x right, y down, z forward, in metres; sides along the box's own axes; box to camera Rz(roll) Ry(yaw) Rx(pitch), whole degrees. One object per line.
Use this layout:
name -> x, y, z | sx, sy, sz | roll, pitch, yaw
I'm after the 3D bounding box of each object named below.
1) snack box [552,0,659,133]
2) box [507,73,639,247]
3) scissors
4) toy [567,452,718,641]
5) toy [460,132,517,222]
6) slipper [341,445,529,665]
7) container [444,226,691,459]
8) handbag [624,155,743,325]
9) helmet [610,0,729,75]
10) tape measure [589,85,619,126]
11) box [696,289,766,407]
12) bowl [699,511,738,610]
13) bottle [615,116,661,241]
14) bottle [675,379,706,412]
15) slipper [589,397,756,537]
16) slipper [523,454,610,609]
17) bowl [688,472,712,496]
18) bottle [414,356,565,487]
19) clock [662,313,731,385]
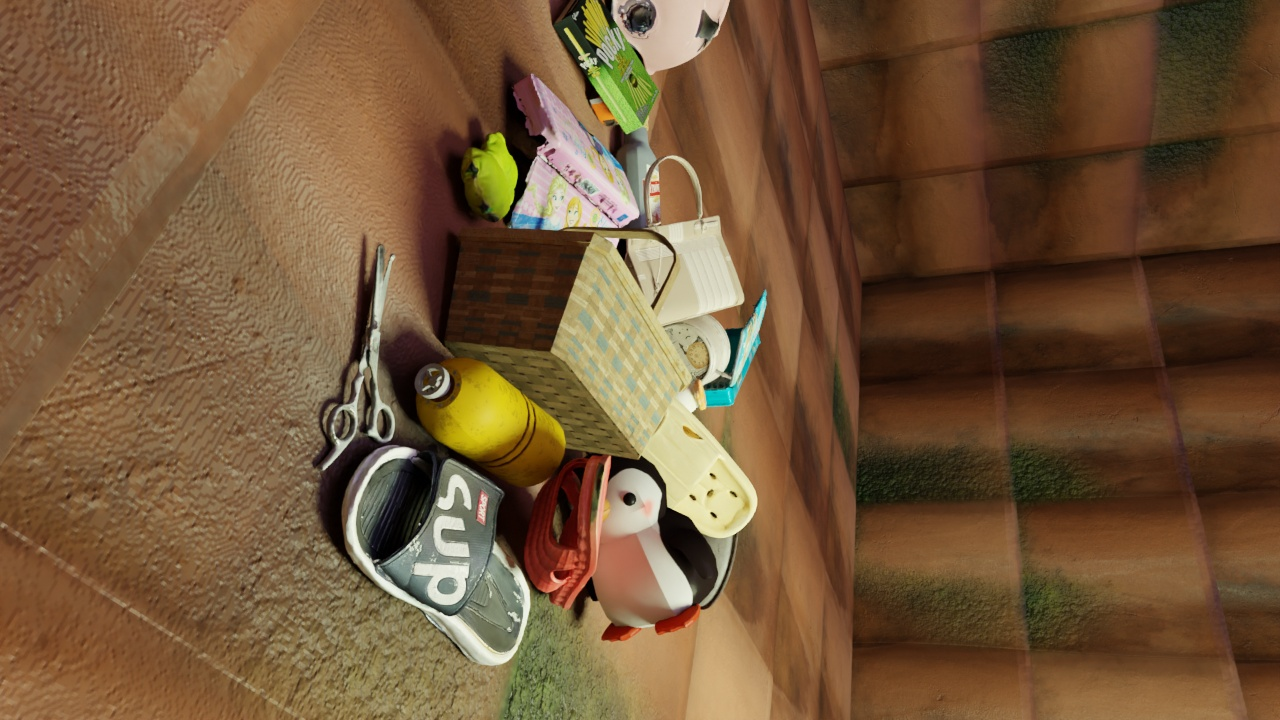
snack box -> -0.036, -0.345, 1.053 | 0.147, 0.025, 0.080 | 52, 39, -30
box -> -0.063, -0.180, 0.966 | 0.230, 0.063, 0.160 | 29, 59, -66
scissors -> -0.194, -0.004, 0.636 | 0.117, 0.014, 0.161 | -27, 114, -69
toy -> -0.003, 0.173, 0.955 | 0.139, 0.159, 0.184 | -32, 99, -54
toy -> -0.132, -0.161, 0.810 | 0.094, 0.036, 0.093 | 65, 23, -58
slipper -> -0.135, 0.152, 0.703 | 0.264, 0.063, 0.111 | 68, 26, -46
container -> -0.054, -0.042, 0.835 | 0.250, 0.158, 0.186 | 56, 46, -54
handbag -> 0.043, -0.151, 1.129 | 0.175, 0.062, 0.198 | -17, 107, -43
helmet -> 0.047, -0.514, 1.218 | 0.229, 0.153, 0.256 | -68, 154, -56
tape measure -> -0.033, -0.312, 1.103 | 0.059, 0.038, 0.058 | 61, 32, -49
box -> 0.137, -0.014, 1.342 | 0.085, 0.171, 0.226 | 47, 29, -7
bowl -> 0.064, 0.238, 1.171 | 0.145, 0.067, 0.145 | -164, -89, -77
bottle -> -0.004, -0.232, 1.155 | 0.072, 0.046, 0.161 | 8, 79, -69
bottle -> 0.020, 0.049, 1.068 | 0.063, 0.109, 0.063 | -11, 89, -78
slipper -> 0.051, 0.127, 1.032 | 0.261, 0.111, 0.079 | 42, -1, -31
slipper -> -0.070, 0.151, 0.804 | 0.249, 0.059, 0.103 | 111, -12, -60
bowl -> 0.033, 0.131, 1.141 | 0.057, 0.137, 0.137 | -34, 128, -21
bottle -> -0.126, 0.045, 0.736 | 0.164, 0.071, 0.071 | 49, 41, -59
clock -> 0.049, -0.028, 1.210 | 0.157, 0.104, 0.061 | 58, 31, -2
